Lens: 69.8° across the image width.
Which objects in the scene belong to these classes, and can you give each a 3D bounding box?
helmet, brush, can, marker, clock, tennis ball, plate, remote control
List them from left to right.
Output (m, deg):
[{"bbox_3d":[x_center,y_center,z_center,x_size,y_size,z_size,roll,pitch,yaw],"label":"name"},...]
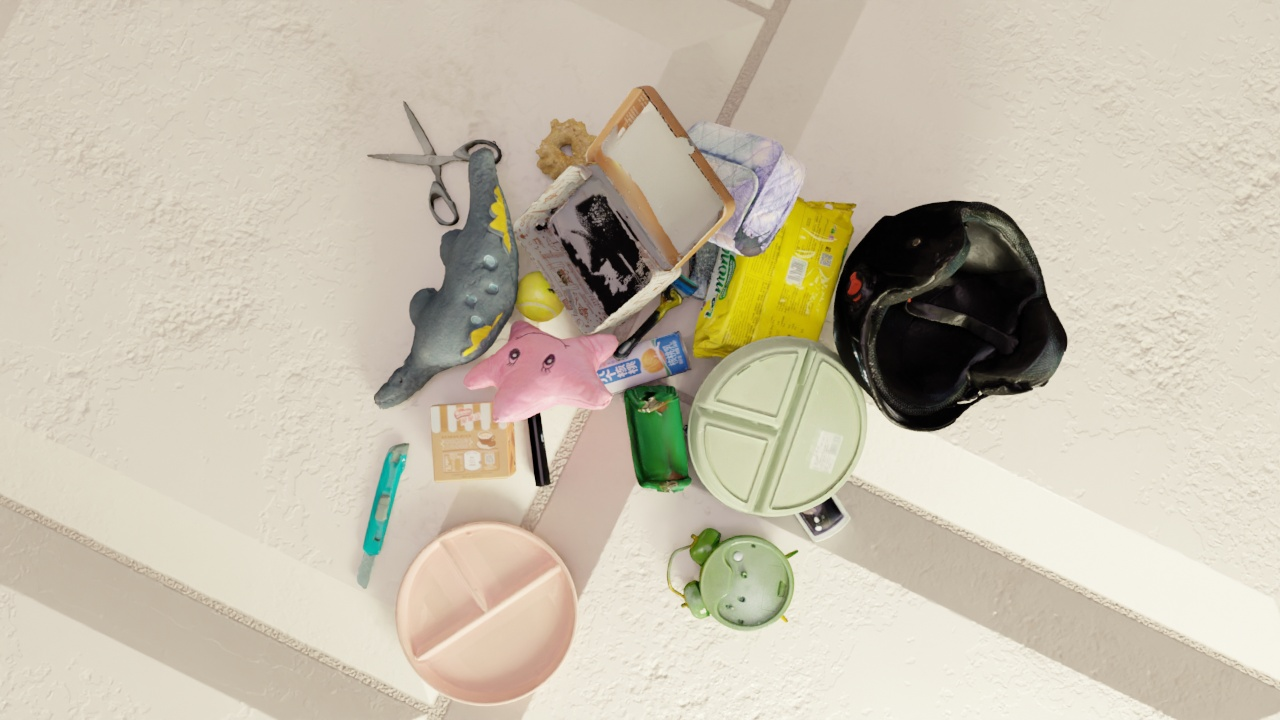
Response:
[{"bbox_3d":[-0.193,0.317,1.160,0.229,0.028,0.229,0,87,-1],"label":"plate"},{"bbox_3d":[-0.134,0.096,1.172,0.022,0.020,0.132,-8,88,-2],"label":"marker"},{"bbox_3d":[-0.126,-0.081,1.155,0.065,0.065,0.065,0,88,0],"label":"tennis ball"},{"bbox_3d":[-0.038,-0.203,1.177,0.083,0.046,0.254,-41,92,-5],"label":"brush"},{"bbox_3d":[-0.007,0.007,1.158,0.134,0.053,0.053,-17,88,-1],"label":"can"},{"bbox_3d":[0.113,0.272,1.147,0.161,0.056,0.116,9,87,0],"label":"clock"},{"bbox_3d":[0.171,0.085,1.114,0.230,0.027,0.230,-2,103,-8],"label":"plate"},{"bbox_3d":[0.205,0.157,1.168,0.058,0.021,0.150,-34,87,-1],"label":"remote control"},{"bbox_3d":[0.338,-0.056,1.074,0.233,0.230,0.274,37,88,-24],"label":"helmet"}]

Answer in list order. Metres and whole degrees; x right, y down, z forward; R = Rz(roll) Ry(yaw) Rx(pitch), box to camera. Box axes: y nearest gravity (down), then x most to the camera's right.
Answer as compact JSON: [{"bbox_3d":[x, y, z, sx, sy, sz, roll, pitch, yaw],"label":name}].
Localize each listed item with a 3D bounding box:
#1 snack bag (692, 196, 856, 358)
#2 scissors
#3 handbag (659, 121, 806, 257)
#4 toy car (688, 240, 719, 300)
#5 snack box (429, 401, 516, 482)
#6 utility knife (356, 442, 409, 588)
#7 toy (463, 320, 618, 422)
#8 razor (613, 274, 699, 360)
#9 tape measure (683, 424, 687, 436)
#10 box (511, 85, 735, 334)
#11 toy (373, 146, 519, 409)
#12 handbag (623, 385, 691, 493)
[{"bbox_3d":[0.172,-0.100,1.141,0.158,0.068,0.246,17,87,-12],"label":"snack bag"},{"bbox_3d":[-0.264,-0.262,1.189,0.159,0.014,0.177,-27,87,-1],"label":"scissors"},{"bbox_3d":[0.096,-0.209,1.100,0.075,0.194,0.134,25,95,-39],"label":"handbag"},{"bbox_3d":[0.085,-0.129,1.175,0.049,0.031,0.105,1,86,-2],"label":"toy car"},{"bbox_3d":[-0.206,0.099,1.143,0.093,0.077,0.094,-4,88,0],"label":"snack box"},{"bbox_3d":[-0.331,0.197,1.171,0.029,0.013,0.193,14,88,1],"label":"utility knife"},{"bbox_3d":[-0.116,0.019,1.095,0.195,0.075,0.178,12,45,25],"label":"toy"},{"bbox_3d":[0.015,-0.051,1.149,0.043,0.022,0.142,35,73,21],"label":"razor"},{"bbox_3d":[0.087,0.100,1.169,0.054,0.025,0.058,-23,92,-3],"label":"tape measure"},{"bbox_3d":[-0.013,-0.170,1.075,0.263,0.088,0.178,-40,80,33],"label":"box"},{"bbox_3d":[-0.222,-0.076,1.127,0.138,0.091,0.357,32,104,17],"label":"toy"},{"bbox_3d":[0.021,0.095,1.121,0.068,0.120,0.131,-8,92,-2],"label":"handbag"}]
